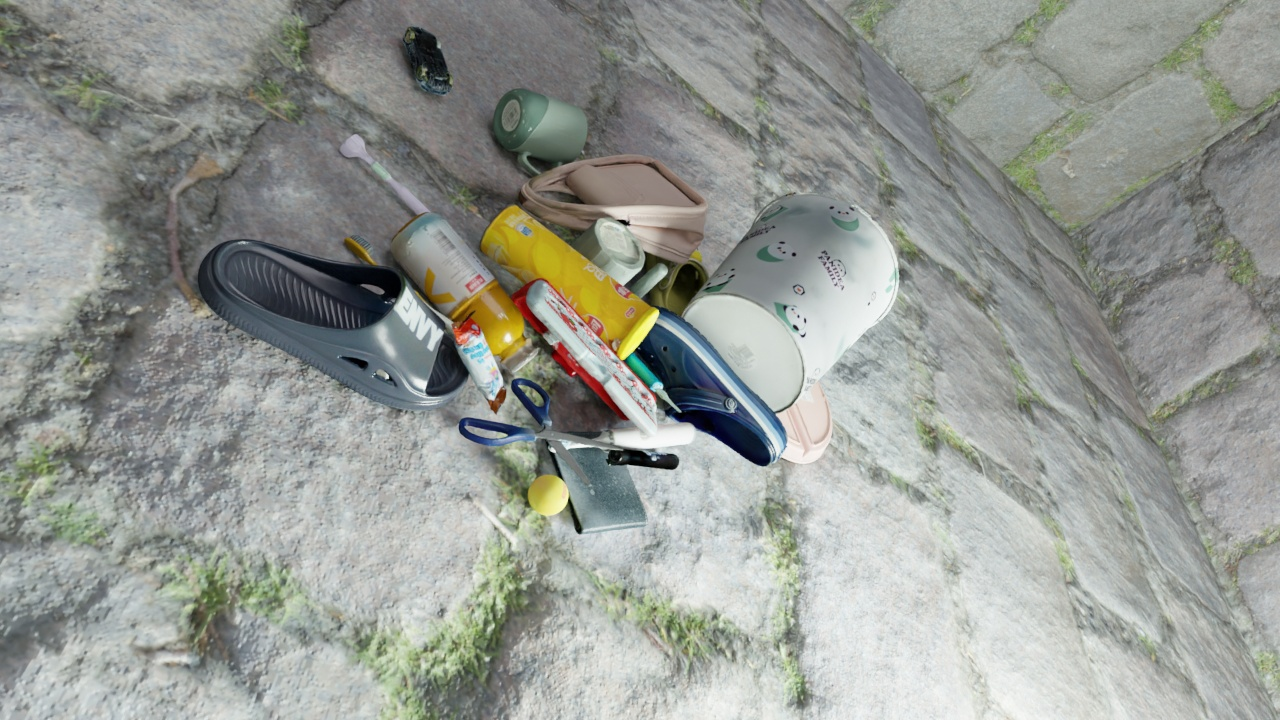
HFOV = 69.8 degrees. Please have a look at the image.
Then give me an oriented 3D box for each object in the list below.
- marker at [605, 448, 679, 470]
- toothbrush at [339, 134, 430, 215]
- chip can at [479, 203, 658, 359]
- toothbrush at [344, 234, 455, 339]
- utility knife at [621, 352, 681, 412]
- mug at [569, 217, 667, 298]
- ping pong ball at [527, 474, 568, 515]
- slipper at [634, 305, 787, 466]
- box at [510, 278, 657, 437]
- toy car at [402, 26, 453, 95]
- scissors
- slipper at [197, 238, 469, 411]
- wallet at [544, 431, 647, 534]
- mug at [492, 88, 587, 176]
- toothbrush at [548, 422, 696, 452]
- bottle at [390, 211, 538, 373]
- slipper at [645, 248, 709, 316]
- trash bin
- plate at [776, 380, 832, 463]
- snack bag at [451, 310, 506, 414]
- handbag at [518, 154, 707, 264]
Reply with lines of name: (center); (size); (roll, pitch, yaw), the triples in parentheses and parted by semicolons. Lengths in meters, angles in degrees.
marker: (0.004, 0.113, 1.037); (0.020, 0.022, 0.132); (52, 19, 26)
toothbrush: (-0.258, -0.178, 1.033); (0.189, 0.021, 0.029); (44, 73, -12)
chip can: (-0.082, -0.091, 1.057); (0.213, 0.072, 0.071); (38, 34, 8)
toothbrush: (-0.229, -0.065, 0.947); (0.191, 0.016, 0.018); (41, 54, -3)
utility knife: (-0.006, 0.006, 1.080); (0.191, 0.018, 0.034); (44, 8, 40)
mug: (-0.041, -0.107, 1.137); (0.123, 0.104, 0.083); (23, 44, -33)
ping pong ball: (-0.092, 0.134, 0.915); (0.040, 0.040, 0.040); (29, 41, -28)
slipper: (0.070, 0.045, 1.138); (0.253, 0.105, 0.095); (44, 62, 0)
box: (-0.057, -0.006, 1.003); (0.201, 0.060, 0.161); (48, -7, -14)
toy car: (-0.277, -0.387, 1.187); (0.048, 0.031, 0.105); (6, 56, -47)
scissors: (-0.104, 0.071, 0.937); (0.162, 0.012, 0.176); (-1, 37, -29)
slipper: (-0.261, -0.039, 0.844); (0.268, 0.084, 0.110); (28, 43, -33)
wallet: (-0.049, 0.129, 0.990); (0.097, 0.019, 0.120); (5, 53, -46)
mug: (-0.138, -0.301, 1.234); (0.106, 0.082, 0.111); (5, 87, -47)
toothbrush: (-0.017, 0.088, 1.026); (0.220, 0.026, 0.026); (0, 51, -47)
bottle: (-0.183, -0.069, 0.973); (0.189, 0.068, 0.067); (50, 35, -3)
slipper: (0.062, -0.108, 1.275); (0.091, 0.082, 0.190); (30, 42, -31)
trash bin: (0.188, -0.069, 1.224); (0.229, 0.230, 0.251); (49, 50, -4)
plate: (0.201, 0.042, 1.339); (0.229, 0.028, 0.229); (29, 40, -28)
snack bag: (-0.161, 0.002, 0.921); (0.045, 0.026, 0.105); (-74, 146, -63)
handbag: (-0.046, -0.207, 1.208); (0.233, 0.093, 0.193); (-1, 31, -32)
